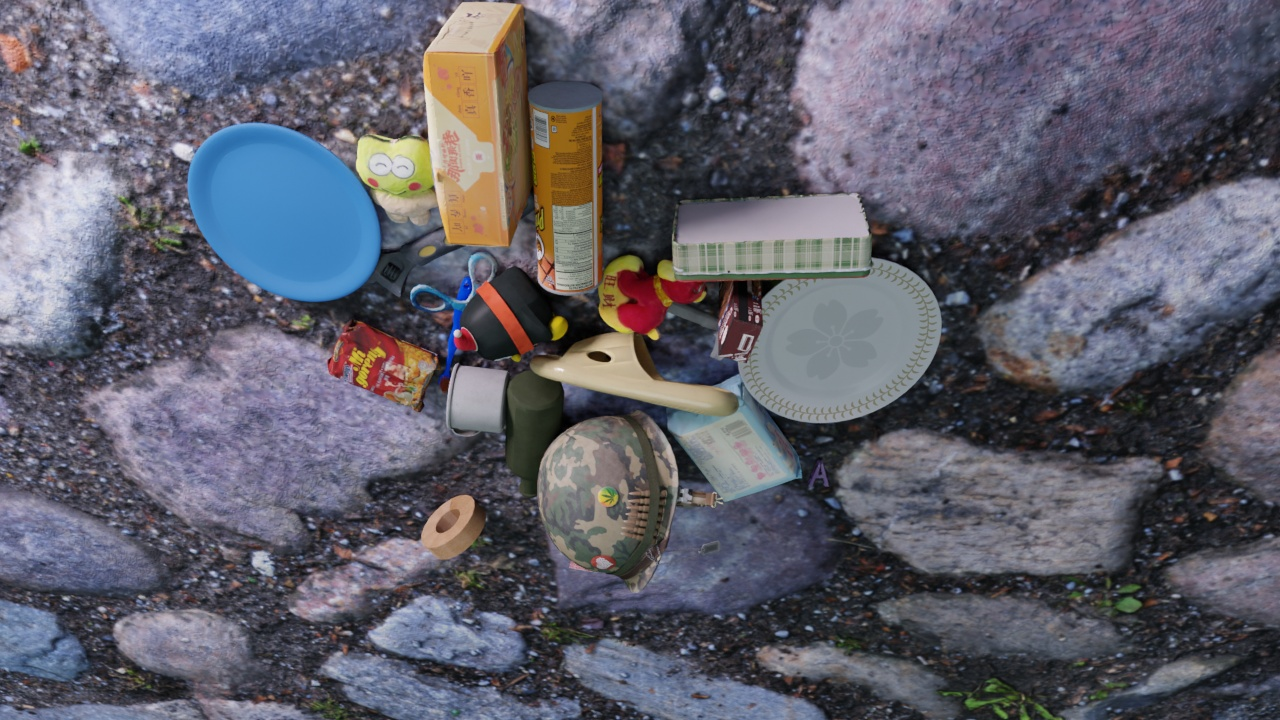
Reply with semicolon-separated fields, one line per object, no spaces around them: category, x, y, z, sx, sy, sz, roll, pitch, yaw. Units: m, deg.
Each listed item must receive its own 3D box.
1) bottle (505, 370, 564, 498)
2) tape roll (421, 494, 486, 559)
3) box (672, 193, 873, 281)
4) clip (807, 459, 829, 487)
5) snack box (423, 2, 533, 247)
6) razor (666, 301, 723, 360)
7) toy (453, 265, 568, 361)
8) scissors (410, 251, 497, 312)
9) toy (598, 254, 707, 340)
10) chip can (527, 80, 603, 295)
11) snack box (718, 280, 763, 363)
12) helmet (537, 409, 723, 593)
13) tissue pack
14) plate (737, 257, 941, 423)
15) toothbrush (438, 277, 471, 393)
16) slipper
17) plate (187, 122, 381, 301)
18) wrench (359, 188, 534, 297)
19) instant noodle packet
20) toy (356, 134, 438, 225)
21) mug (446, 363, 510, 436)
bottle;-0.141;0.106;1.203;0.071;0.071;0.207;8;134;-1
tape roll;-0.266;0.237;1.307;0.094;0.093;0.027;-24;122;22
box;0.137;-0.131;0.970;0.205;0.117;0.050;-1;123;5
clip;0.239;0.157;1.247;0.046;0.014;0.050;-22;125;24
snack box;-0.159;-0.231;0.900;0.080;0.144;0.196;3;128;3
razor;0.061;-0.054;1.072;0.116;0.088;0.047;23;129;12
toy;-0.160;-0.045;1.064;0.119;0.097;0.100;-36;110;-10
scissors;-0.214;-0.068;1.099;0.134;0.012;0.134;-8;130;-13
toy;0.011;-0.074;1.036;0.138;0.067;0.105;-15;82;27
chip can;-0.077;-0.179;0.976;0.075;0.075;0.215;4;128;3
snack box;0.109;-0.063;1.007;0.031;0.140;0.051;15;128;-6
helmet;-0.011;0.177;1.162;0.236;0.224;0.193;-10;177;-22
tissue pack;0.122;0.104;1.182;0.112;0.069;0.182;-24;124;22
plate;0.235;-0.022;1.091;0.242;0.016;0.243;-2;128;-3
toothbrush;-0.231;-0.029;1.144;0.016;0.018;0.183;7;129;-18
slipper;-0.006;0.006;1.092;0.262;0.111;0.079;13;96;13
plate;-0.400;-0.167;1.045;0.224;0.024;0.225;5;128;7
wrench;-0.235;-0.136;1.059;0.274;0.022;0.073;-22;117;22
instant noodle packet;-0.327;0.008;1.171;0.135;0.039;0.099;26;133;-15
toy;-0.260;-0.196;1.002;0.092;0.046;0.115;2;136;3
mug;-0.207;0.059;1.172;0.070;0.084;0.113;7;135;-3
